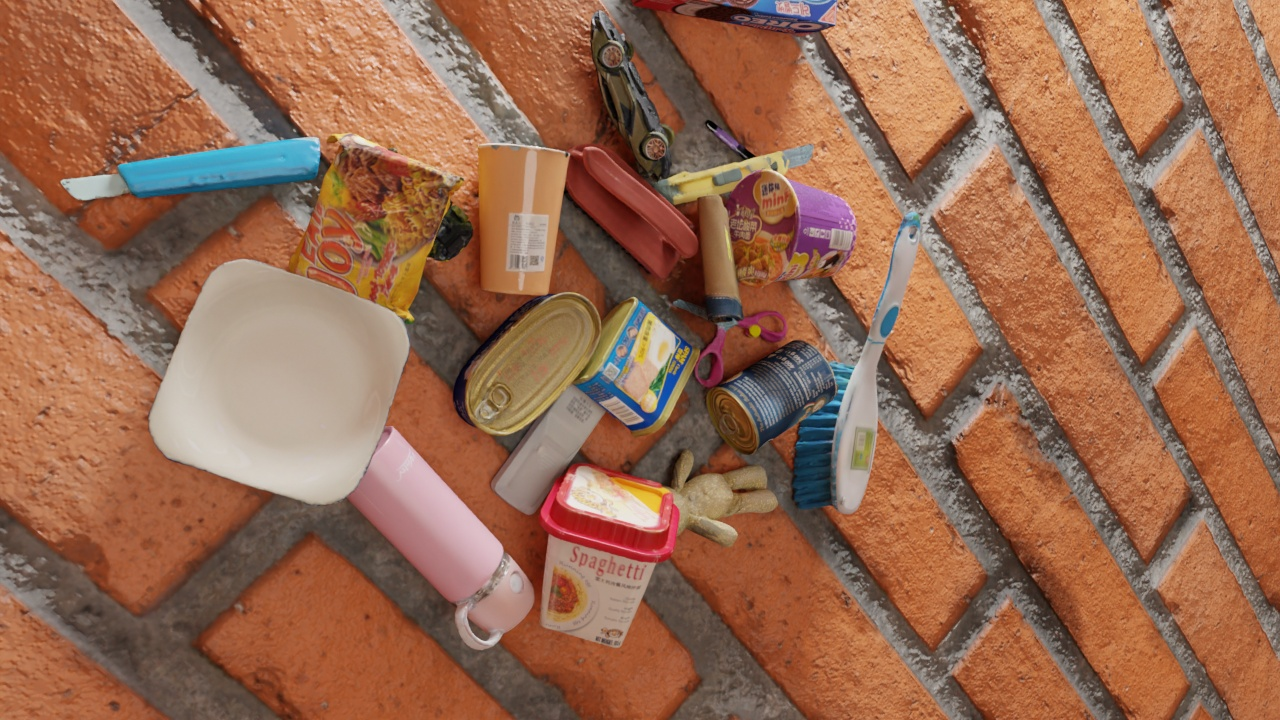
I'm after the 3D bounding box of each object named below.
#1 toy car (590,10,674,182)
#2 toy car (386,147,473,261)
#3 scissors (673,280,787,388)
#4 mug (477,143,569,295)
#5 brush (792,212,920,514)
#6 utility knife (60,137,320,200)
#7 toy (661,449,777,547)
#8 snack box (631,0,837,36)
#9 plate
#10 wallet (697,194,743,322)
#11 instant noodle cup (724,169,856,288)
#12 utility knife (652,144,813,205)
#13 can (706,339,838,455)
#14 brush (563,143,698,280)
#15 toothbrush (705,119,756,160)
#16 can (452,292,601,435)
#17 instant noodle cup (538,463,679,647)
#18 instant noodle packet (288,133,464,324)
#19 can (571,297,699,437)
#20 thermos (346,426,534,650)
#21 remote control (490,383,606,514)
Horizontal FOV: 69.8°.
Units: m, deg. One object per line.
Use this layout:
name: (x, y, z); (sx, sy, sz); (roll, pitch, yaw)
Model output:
toy car: (-0.010, -0.238, 0.832); (0.042, 0.070, 0.158); (-21, 105, 15)
toy car: (-0.187, -0.128, 0.763); (0.105, 0.032, 0.048); (44, 81, -11)
scissors: (0.089, -0.034, 0.924); (0.133, 0.017, 0.134); (18, 85, -23)
mug: (-0.103, -0.119, 0.786); (0.078, 0.078, 0.123); (1, 97, -28)
brush: (0.225, 0.007, 0.943); (0.060, 0.110, 0.314); (8, 90, -25)
utility knife: (-0.333, -0.143, 0.694); (0.181, 0.018, 0.034); (-14, 85, -25)
toy: (0.067, 0.138, 0.902); (0.157, 0.066, 0.105); (-8, 64, -31)
snack box: (0.095, -0.359, 0.881); (0.207, 0.057, 0.058); (-2, 97, -28)
plate: (-0.272, 0.018, 0.708); (0.164, 0.034, 0.163); (21, 83, -7)
wallet: (0.073, -0.093, 0.869); (0.033, 0.090, 0.115); (-8, 88, 8)
instant noodle cup: (0.149, -0.126, 0.903); (0.099, 0.112, 0.111); (-1, 94, -37)
utility knife: (0.096, -0.186, 0.912); (0.183, 0.019, 0.031); (-20, 106, -24)
can: (0.132, 0.035, 0.915); (0.111, 0.075, 0.075); (-30, 106, -23)
brush: (-0.012, -0.141, 0.833); (0.146, 0.069, 0.063); (40, 74, -24)
toothbrush: (0.138, -0.187, 0.939); (0.189, 0.017, 0.014); (34, 72, -24)
can: (-0.100, 0.001, 0.807); (0.148, 0.049, 0.074); (-49, 112, -16)
instant noodle cup: (-0.035, 0.172, 0.806); (0.116, 0.116, 0.124); (16, 108, 2)
instant noodle packet: (-0.212, -0.104, 0.723); (0.111, 0.044, 0.128); (22, 98, -5)
can: (-0.005, 0.005, 0.845); (0.083, 0.057, 0.101); (40, 59, -21)
thermos: (-0.171, 0.153, 0.764); (0.198, 0.067, 0.087); (54, 32, -20)
remote control: (-0.083, 0.079, 0.836); (0.049, 0.024, 0.124); (41, 74, -24)
